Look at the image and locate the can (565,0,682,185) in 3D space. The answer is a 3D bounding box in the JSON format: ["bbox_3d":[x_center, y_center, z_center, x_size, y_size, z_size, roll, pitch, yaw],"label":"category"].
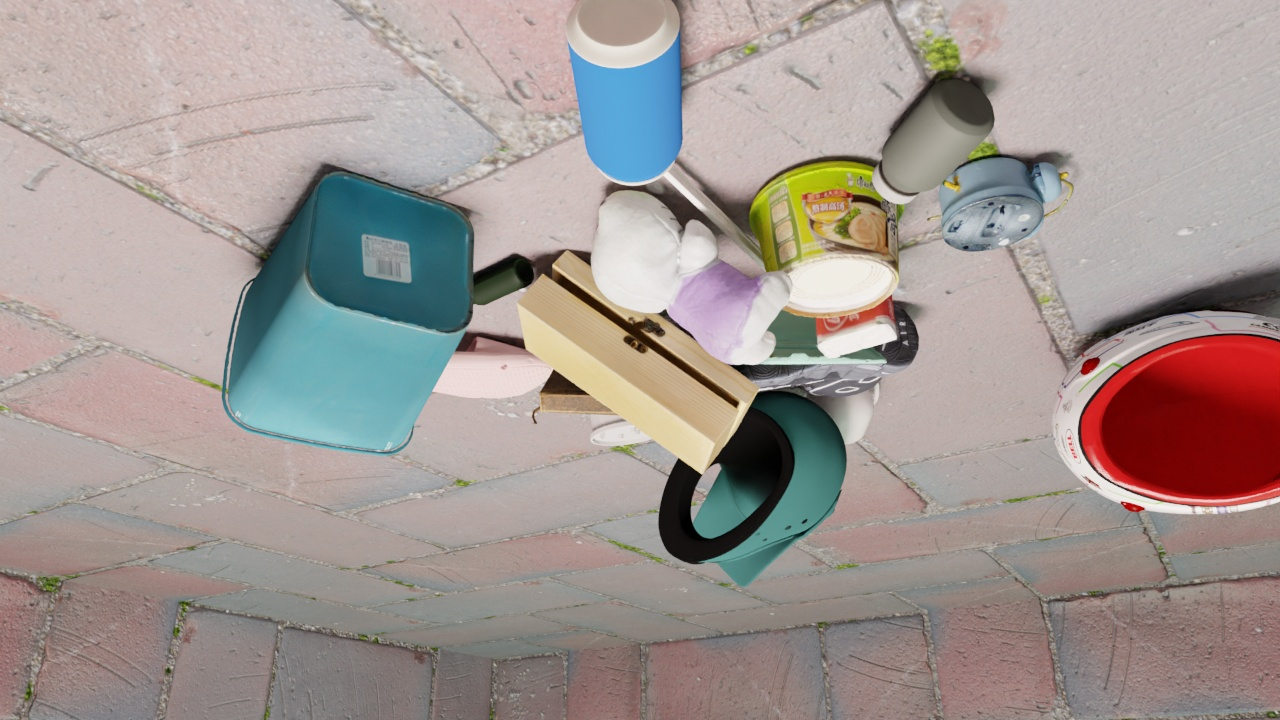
[{"bbox_3d":[-0.009,-0.203,0.686,0.079,0.078,0.146,-2,154,3],"label":"can"}]

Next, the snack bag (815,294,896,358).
[{"bbox_3d":[0.217,-0.064,0.936,0.077,0.115,0.036,-18,143,31],"label":"snack bag"}]

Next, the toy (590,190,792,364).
[{"bbox_3d":[0.035,-0.072,0.869,0.209,0.085,0.138,33,151,17],"label":"toy"}]

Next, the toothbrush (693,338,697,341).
[{"bbox_3d":[0.018,0.005,1.196,0.016,0.011,0.187,18,146,-33],"label":"toothbrush"}]

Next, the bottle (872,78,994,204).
[{"bbox_3d":[0.239,-0.179,0.763,0.060,0.060,0.109,7,153,-16],"label":"bottle"}]

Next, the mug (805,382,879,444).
[{"bbox_3d":[0.278,0.056,1.231,0.123,0.090,0.076,-20,125,-30],"label":"mug"}]

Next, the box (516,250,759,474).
[{"bbox_3d":[-0.005,0.004,0.972,0.249,0.091,0.128,36,165,12],"label":"box"}]

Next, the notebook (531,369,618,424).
[{"bbox_3d":[-0.011,0.038,1.091,0.215,0.034,0.189,2,-163,6],"label":"notebook"}]

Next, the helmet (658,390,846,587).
[{"bbox_3d":[0.146,0.165,1.172,0.275,0.176,0.200,-54,149,16],"label":"helmet"}]

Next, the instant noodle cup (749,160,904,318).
[{"bbox_3d":[0.178,-0.108,0.864,0.146,0.097,0.146,0,154,0],"label":"instant noodle cup"}]

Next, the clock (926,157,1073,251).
[{"bbox_3d":[0.334,-0.144,0.846,0.124,0.051,0.089,-2,153,1],"label":"clock"}]

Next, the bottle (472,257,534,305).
[{"bbox_3d":[-0.169,-0.077,0.994,0.123,0.033,0.033,-19,148,34],"label":"bottle"}]

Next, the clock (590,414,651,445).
[{"bbox_3d":[-0.005,0.083,1.279,0.159,0.061,0.120,9,155,-43],"label":"clock"}]

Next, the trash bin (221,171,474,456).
[{"bbox_3d":[-0.275,-0.046,0.894,0.199,0.196,0.219,14,144,-29],"label":"trash bin"}]

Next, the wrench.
[{"bbox_3d":[0.082,-0.130,0.879,0.009,0.047,0.273,-23,144,29],"label":"wrench"}]

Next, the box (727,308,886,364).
[{"bbox_3d":[0.161,-0.039,0.984,0.187,0.112,0.078,0,109,0],"label":"box"}]

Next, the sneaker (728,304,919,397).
[{"bbox_3d":[0.191,0.002,1.101,0.252,0.097,0.151,-5,156,-2],"label":"sneaker"}]

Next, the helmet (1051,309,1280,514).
[{"bbox_3d":[0.648,0.057,1.062,0.315,0.231,0.235,-18,177,40],"label":"helmet"}]

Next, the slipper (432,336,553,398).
[{"bbox_3d":[-0.209,0.006,1.137,0.221,0.055,0.107,4,154,-30],"label":"slipper"}]
